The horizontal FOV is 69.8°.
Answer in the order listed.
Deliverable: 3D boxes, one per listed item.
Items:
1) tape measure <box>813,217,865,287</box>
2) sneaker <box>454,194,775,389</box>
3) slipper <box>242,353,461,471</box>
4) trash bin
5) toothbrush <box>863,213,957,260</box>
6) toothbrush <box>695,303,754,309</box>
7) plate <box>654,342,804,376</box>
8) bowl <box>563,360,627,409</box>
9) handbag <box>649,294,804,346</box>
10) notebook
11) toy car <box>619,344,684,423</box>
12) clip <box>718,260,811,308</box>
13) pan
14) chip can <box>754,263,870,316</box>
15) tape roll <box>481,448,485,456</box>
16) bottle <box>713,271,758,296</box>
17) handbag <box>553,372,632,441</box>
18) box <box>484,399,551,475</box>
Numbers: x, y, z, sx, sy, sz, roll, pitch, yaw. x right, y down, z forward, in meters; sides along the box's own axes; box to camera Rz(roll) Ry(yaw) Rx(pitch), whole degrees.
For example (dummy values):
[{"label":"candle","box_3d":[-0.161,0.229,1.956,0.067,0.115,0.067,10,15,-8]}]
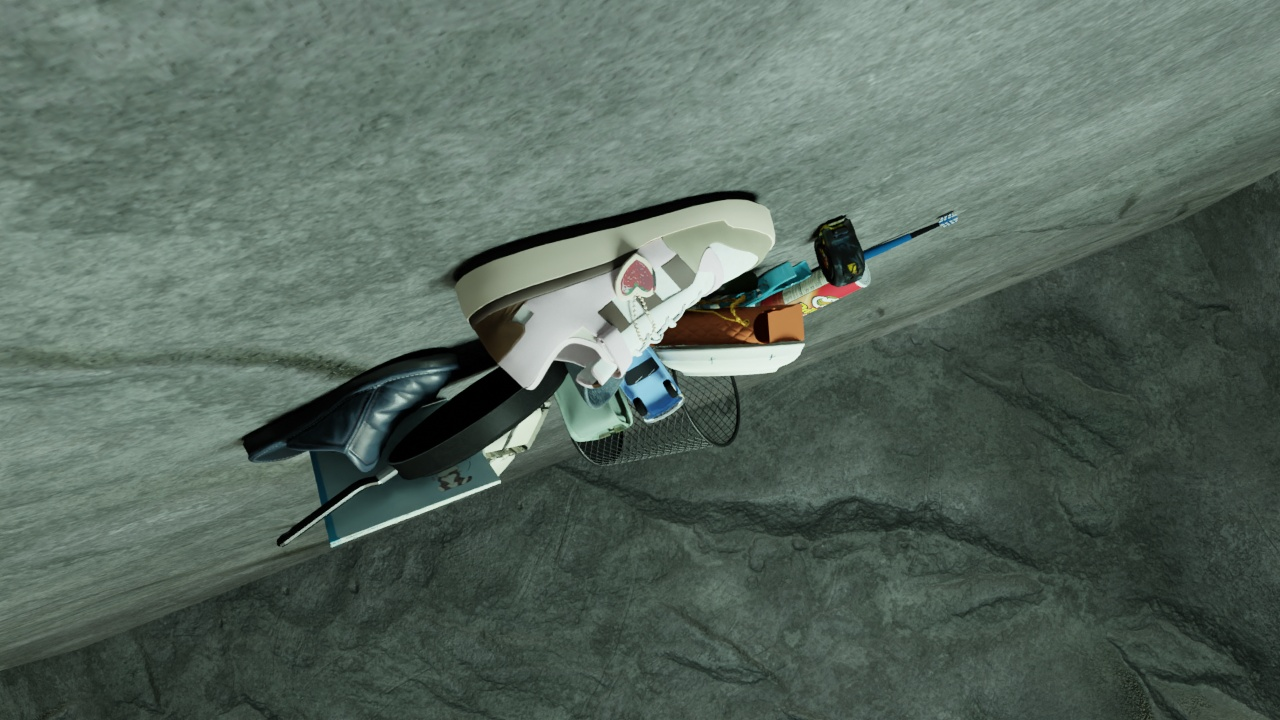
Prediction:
[{"label":"tape measure","box_3d":[0.227,-0.120,1.041,0.042,0.071,0.072,-24,178,-5]},{"label":"sneaker","box_3d":[0.005,-0.051,0.746,0.293,0.116,0.112,-16,171,-32]},{"label":"slipper","box_3d":[-0.287,0.074,0.943,0.266,0.083,0.108,-26,169,18]},{"label":"trash bin","box_3d":[0.011,0.064,1.367,0.211,0.184,0.183,-19,174,30]},{"label":"toothbrush","box_3d":[0.358,-0.165,1.276,0.168,0.014,0.014,-23,-177,18]},{"label":"toothbrush","box_3d":[0.121,-0.074,1.263,0.022,0.016,0.154,12,-169,32]},{"label":"plate","box_3d":[0.109,-0.002,1.121,0.182,0.034,0.182,-3,-178,0]},{"label":"bowl","box_3d":[-0.050,-0.024,0.925,0.057,0.137,0.137,18,-176,17]},{"label":"handbag","box_3d":[0.095,-0.046,1.113,0.172,0.060,0.108,0,-173,42]},{"label":"notebook","box_3d":[-0.277,0.117,1.040,0.180,0.009,0.253,-20,-155,-18]},{"label":"toy car","box_3d":[-0.006,0.006,1.077,0.056,0.153,0.054,-31,-150,7]},{"label":"clip","box_3d":[0.154,-0.094,1.183,0.130,0.030,0.120,-25,176,18]},{"label":"pan","box_3d":[-0.219,0.090,0.965,0.355,0.034,0.226,-37,-166,-18]},{"label":"chip can","box_3d":[0.225,-0.087,1.319,0.215,0.051,0.051,-28,170,39]},{"label":"tape roll","box_3d":[-0.232,0.099,1.218,0.013,0.093,0.093,-21,172,5]},{"label":"bottle","box_3d":[0.102,-0.089,1.076,0.025,0.025,0.105,-28,170,39]},{"label":"handbag","box_3d":[-0.061,0.030,1.109,0.067,0.121,0.106,-24,170,9]},{"label":"box","box_3d":[-0.219,0.129,1.361,0.184,0.044,0.143,-62,157,15]}]
